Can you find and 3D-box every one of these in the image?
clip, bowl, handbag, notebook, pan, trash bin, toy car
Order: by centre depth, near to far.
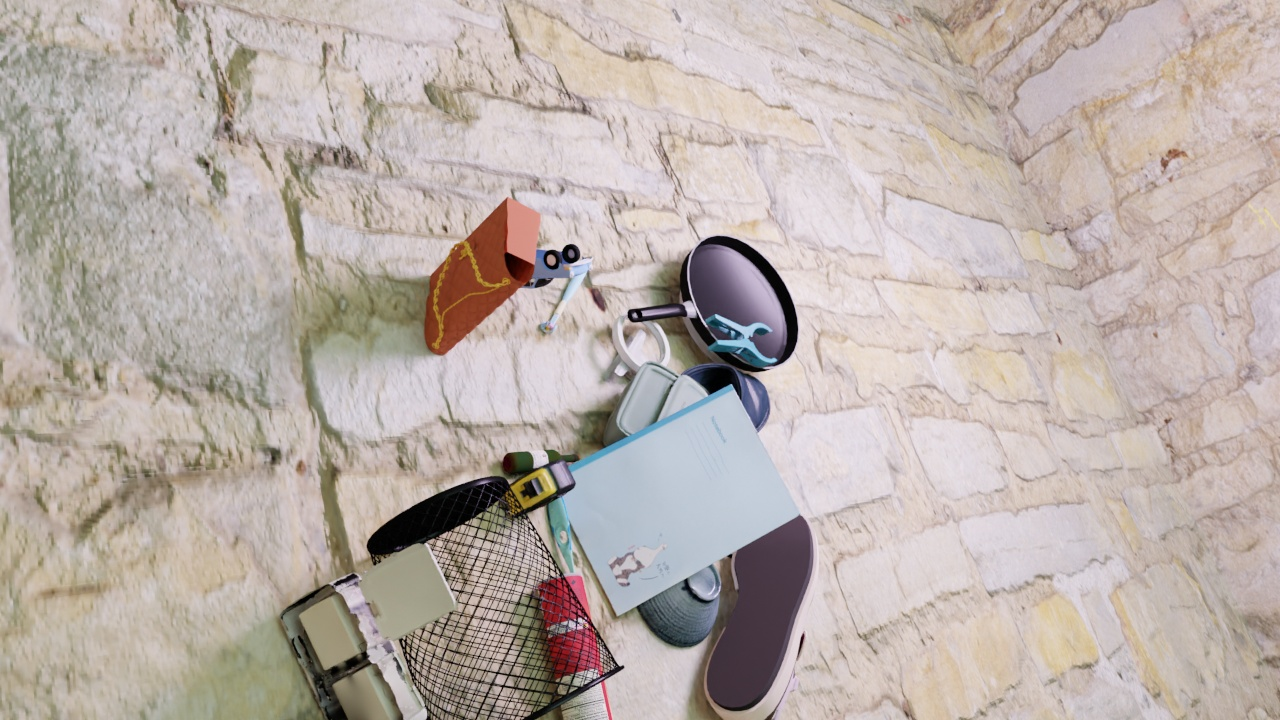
[{"bbox_3d":[-0.145,0.233,0.851,0.183,0.185,0.210,-12,67,-47],"label":"trash bin"},{"bbox_3d":[-0.185,-0.090,1.022,0.060,0.172,0.108,23,50,-32],"label":"handbag"},{"bbox_3d":[0.042,0.161,1.089,0.253,0.009,0.181,-27,81,-12],"label":"notebook"},{"bbox_3d":[0.059,0.271,1.108,0.137,0.057,0.136,24,49,-31],"label":"bowl"},{"bbox_3d":[-0.132,-0.116,1.128,0.056,0.153,0.055,-30,124,-58],"label":"toy car"},{"bbox_3d":[0.022,0.071,1.163,0.106,0.067,0.121,28,56,-3],"label":"handbag"},{"bbox_3d":[-0.002,0.002,1.240,0.059,0.052,0.101,35,44,-4],"label":"clip"},{"bbox_3d":[0.147,-0.045,1.326,0.130,0.030,0.119,30,56,-28],"label":"clip"},{"bbox_3d":[0.104,-0.078,1.350,0.355,0.034,0.225,-11,74,-43],"label":"pan"}]

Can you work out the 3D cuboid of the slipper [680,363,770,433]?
[{"bbox_3d":[0.116,0.055,1.289,0.265,0.084,0.109,-2,64,-47],"label":"slipper"}]

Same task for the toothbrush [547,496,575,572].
[{"bbox_3d":[-0.085,0.208,1.039,0.017,0.022,0.135,51,22,-69],"label":"toothbrush"}]

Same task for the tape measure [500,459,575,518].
[{"bbox_3d":[-0.109,0.141,1.021,0.071,0.073,0.042,-12,69,-50],"label":"tape measure"}]

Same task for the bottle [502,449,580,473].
[{"bbox_3d":[-0.112,0.117,1.069,0.105,0.025,0.025,1,64,-44],"label":"bottle"}]

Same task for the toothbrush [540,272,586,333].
[{"bbox_3d":[-0.097,-0.089,1.229,0.022,0.016,0.154,12,44,12],"label":"toothbrush"}]

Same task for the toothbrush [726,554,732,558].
[{"bbox_3d":[0.097,0.244,1.196,0.167,0.014,0.014,30,58,-26],"label":"toothbrush"}]

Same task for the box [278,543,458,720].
[{"bbox_3d":[-0.213,0.242,0.768,0.044,0.185,0.143,-20,81,-56],"label":"box"}]

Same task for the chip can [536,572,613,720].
[{"bbox_3d":[-0.062,0.332,0.953,0.051,0.052,0.214,6,60,-42],"label":"chip can"}]

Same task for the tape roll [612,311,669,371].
[{"bbox_3d":[0.001,-0.024,1.243,0.093,0.013,0.092,24,49,-32],"label":"tape roll"}]

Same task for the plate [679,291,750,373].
[{"bbox_3d":[0.140,-0.068,1.431,0.182,0.034,0.182,24,50,-31],"label":"plate"}]

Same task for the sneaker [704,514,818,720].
[{"bbox_3d":[0.171,0.331,1.150,0.116,0.112,0.292,63,34,-36],"label":"sneaker"}]
